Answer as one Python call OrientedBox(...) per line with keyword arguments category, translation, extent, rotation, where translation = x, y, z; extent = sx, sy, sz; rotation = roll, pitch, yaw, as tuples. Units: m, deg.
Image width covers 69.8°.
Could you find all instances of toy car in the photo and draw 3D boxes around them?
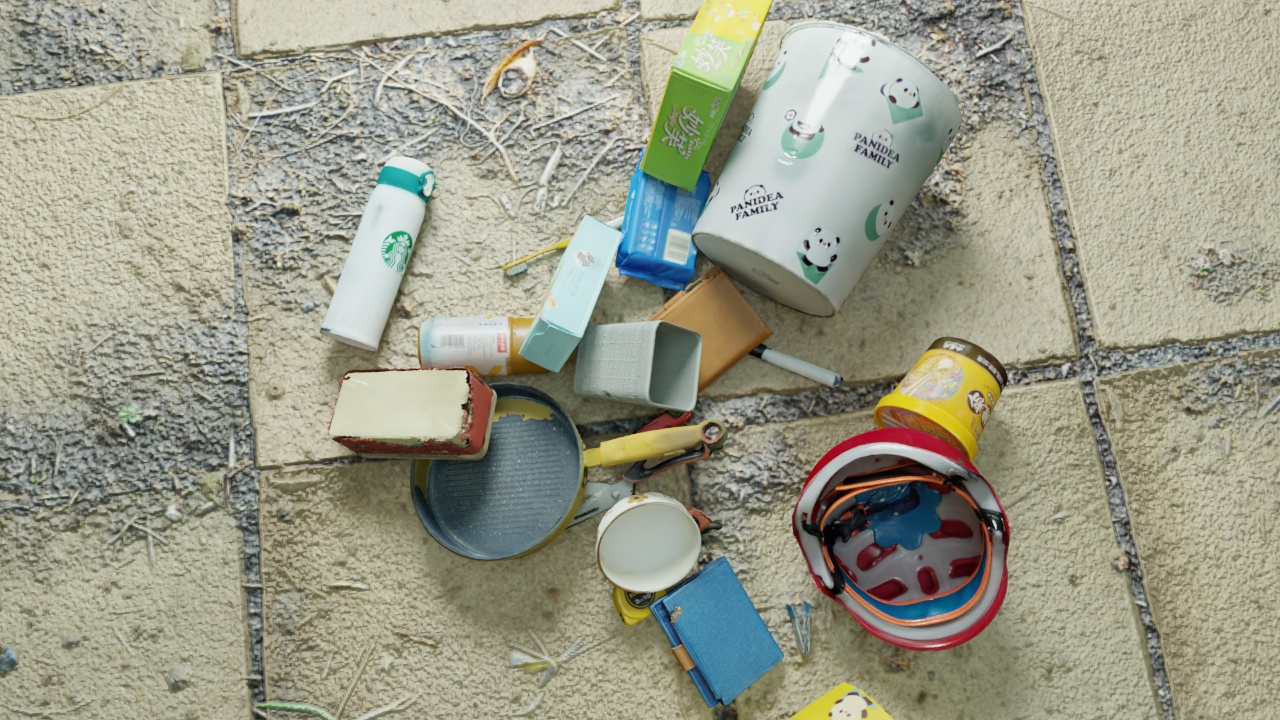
OrientedBox(category="toy car", translation=(0.012, 0.083, 1.046), extent=(0.106, 0.049, 0.031), rotation=(-30, 81, -8))

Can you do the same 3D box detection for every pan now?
OrientedBox(category="pan", translation=(-0.080, 0.106, 0.980), extent=(0.358, 0.078, 0.197), rotation=(-8, 70, 10))

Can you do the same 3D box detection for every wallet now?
OrientedBox(category="wallet", translation=(0.070, -0.032, 1.065), extent=(0.132, 0.031, 0.108), rotation=(-40, 83, 5))
OrientedBox(category="wallet", translation=(0.084, 0.299, 1.010), extent=(0.106, 0.040, 0.133), rotation=(-30, 87, -22))

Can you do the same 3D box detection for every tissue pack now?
OrientedBox(category="tissue pack", translation=(0.026, -0.165, 1.078), extent=(0.095, 0.052, 0.157), rotation=(14, 82, -22))

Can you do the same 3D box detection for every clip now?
OrientedBox(category="clip", translation=(0.181, 0.300, 1.028), extent=(0.045, 0.027, 0.058), rotation=(-4, 81, -11))

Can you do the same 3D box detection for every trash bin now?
OrientedBox(category="trash bin", translation=(0.195, -0.200, 1.021), extent=(0.229, 0.229, 0.252), rotation=(30, 86, 3))
OrientedBox(category="trash bin", translation=(0.164, 0.474, 0.906), extent=(0.255, 0.230, 0.229), rotation=(-34, 83, -13))

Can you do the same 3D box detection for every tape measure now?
OrientedBox(category="tape measure", translation=(-0.003, 0.262, 1.024), extent=(0.060, 0.029, 0.057), rotation=(-23, 78, -23))

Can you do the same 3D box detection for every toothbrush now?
OrientedBox(category="toothbrush", translation=(-0.075, -0.141, 1.098), extent=(0.191, 0.016, 0.018), rotation=(-23, 93, -6))

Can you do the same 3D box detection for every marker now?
OrientedBox(category="marker", translation=(0.176, 0.002, 1.080), extent=(0.131, 0.023, 0.018), rotation=(21, 51, 3))

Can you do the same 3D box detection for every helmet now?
OrientedBox(category="helmet", translation=(0.282, 0.176, 0.991), extent=(0.207, 0.143, 0.240), rotation=(-24, 103, 18))

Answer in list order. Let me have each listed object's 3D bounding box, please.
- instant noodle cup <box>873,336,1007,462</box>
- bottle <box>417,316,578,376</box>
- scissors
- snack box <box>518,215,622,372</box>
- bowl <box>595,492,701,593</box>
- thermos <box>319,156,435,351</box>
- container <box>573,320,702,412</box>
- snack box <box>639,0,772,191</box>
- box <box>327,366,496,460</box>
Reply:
OrientedBox(category="instant noodle cup", translation=(0.344, 0.045, 1.035), extent=(0.118, 0.119, 0.114), rotation=(37, 72, 4))
OrientedBox(category="bottle", translation=(-0.155, -0.016, 1.046), extent=(0.189, 0.068, 0.068), rotation=(-1, 80, -6))
OrientedBox(category="scissors", translation=(-0.004, 0.146, 1.027), extent=(0.226, 0.015, 0.189), rotation=(24, 107, -9))
OrientedBox(category="snack box", translation=(-0.076, -0.076, 1.015), extent=(0.051, 0.074, 0.174), rotation=(26, 50, -9))
OrientedBox(category="bowl", translation=(0.004, 0.188, 0.996), extent=(0.113, 0.062, 0.114), rotation=(-5, 114, -10))
OrientedBox(category="thermos", translation=(-0.298, -0.126, 1.060), extent=(0.073, 0.073, 0.224), rotation=(17, 80, 1))
OrientedBox(category="container", translation=(-0.006, 0.006, 1.012), extent=(0.114, 0.090, 0.090), rotation=(2, 82, 38))
OrientedBox(category="snack box", translation=(0.077, -0.319, 1.029), extent=(0.070, 0.158, 0.209), rotation=(22, 57, 0))
OrientedBox(category="box", translation=(-0.251, 0.057, 0.991), extent=(0.168, 0.080, 0.091), rotation=(-1, 66, 20))
